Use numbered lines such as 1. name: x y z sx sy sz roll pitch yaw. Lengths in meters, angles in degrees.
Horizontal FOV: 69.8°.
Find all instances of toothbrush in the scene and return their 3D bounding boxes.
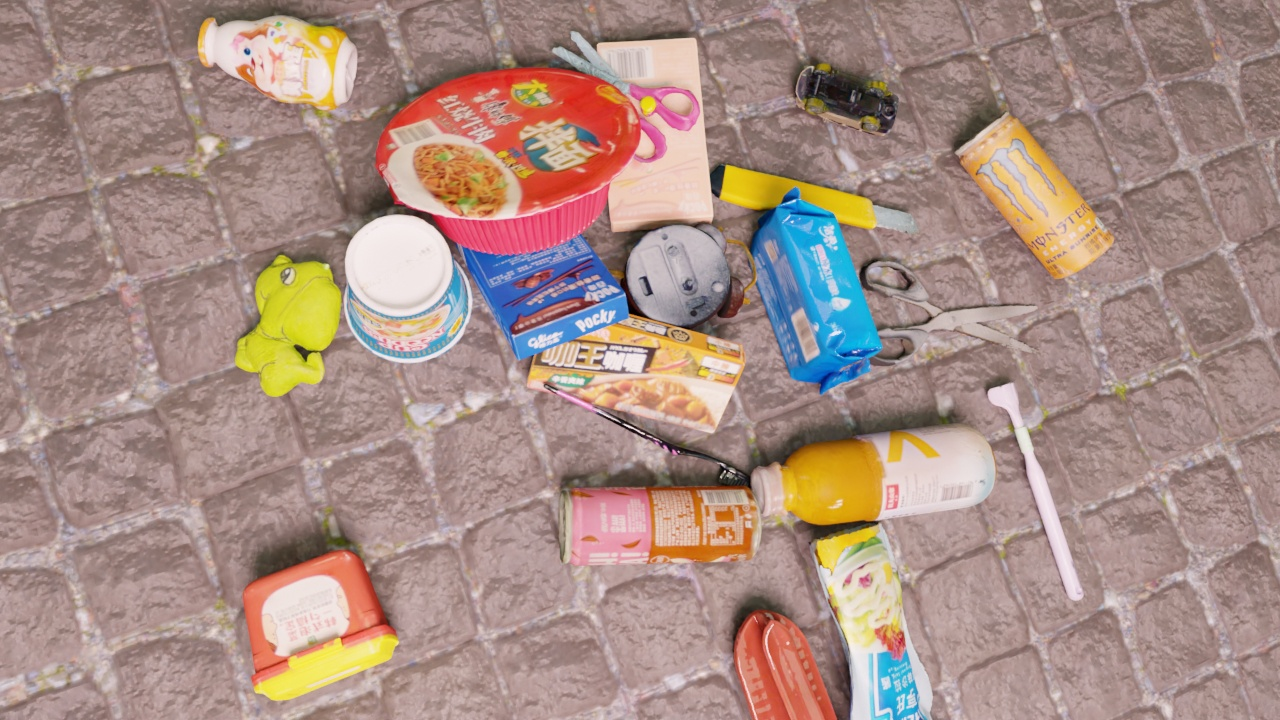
1. toothbrush: 0.335 0.111 0.773 0.029 0.021 0.189 -16 85 -14
2. toothbrush: 0.008 0.062 0.714 0.189 0.014 0.017 26 85 -12

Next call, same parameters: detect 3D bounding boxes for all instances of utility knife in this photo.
1. utility knife: 0.146 -0.132 0.779 0.193 0.015 0.033 12 78 -5

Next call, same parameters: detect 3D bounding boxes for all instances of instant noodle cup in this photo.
1. instant noodle cup: -0.171 -0.055 0.661 0.099 0.110 0.099 2 80 -9
2. instant noodle cup: -0.094 -0.143 0.683 0.194 0.066 0.193 -2 47 2

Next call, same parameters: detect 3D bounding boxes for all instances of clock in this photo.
1. clock: 0.037 -0.065 0.729 0.121 0.055 0.082 -19 84 -14

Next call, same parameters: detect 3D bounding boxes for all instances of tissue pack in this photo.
1. tissue pack: 0.136 -0.055 0.726 0.052 0.095 0.157 -17 82 -14

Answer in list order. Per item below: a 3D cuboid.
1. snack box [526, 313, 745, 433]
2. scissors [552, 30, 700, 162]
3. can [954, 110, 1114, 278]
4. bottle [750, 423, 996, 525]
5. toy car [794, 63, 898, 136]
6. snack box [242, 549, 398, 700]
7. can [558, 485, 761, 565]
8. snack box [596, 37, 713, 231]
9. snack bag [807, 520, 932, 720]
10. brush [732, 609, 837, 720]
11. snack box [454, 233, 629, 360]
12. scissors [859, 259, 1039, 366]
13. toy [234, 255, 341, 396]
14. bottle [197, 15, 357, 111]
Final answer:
1. snack box: -0.004 0.004 0.701 0.153 0.075 0.026 15 35 -7
2. scissors: -0.023 -0.211 0.738 0.137 0.017 0.077 33 90 8
3. can: 0.341 -0.143 0.796 0.058 0.058 0.146 -39 89 -14
4. bottle: 0.181 0.092 0.722 0.189 0.068 0.068 -6 81 -11
5. toy car: 0.175 -0.223 0.792 0.090 0.035 0.042 17 76 -7
6. snack box: -0.221 0.179 0.629 0.091 0.082 0.080 -19 74 -14
7. can: 0.014 0.124 0.691 0.147 0.058 0.058 1 80 -10
8. snack box: 0.011 -0.186 0.755 0.084 0.026 0.157 -4 81 -3
9. snack bag: 0.181 0.224 0.701 0.110 0.039 0.191 -2 76 -51
10. brush: 0.112 0.256 0.680 0.063 0.069 0.145 -18 84 -14
11. snack box: -0.078 -0.067 0.676 0.084 0.026 0.157 -22 44 -13
12. scissors: 0.259 -0.034 0.789 0.170 0.014 0.159 -41 92 -16
13. toy: -0.257 -0.027 0.678 0.097 0.031 0.100 41 87 15
14. bottle: -0.274 -0.230 0.697 0.108 0.063 0.063 10 79 -8
